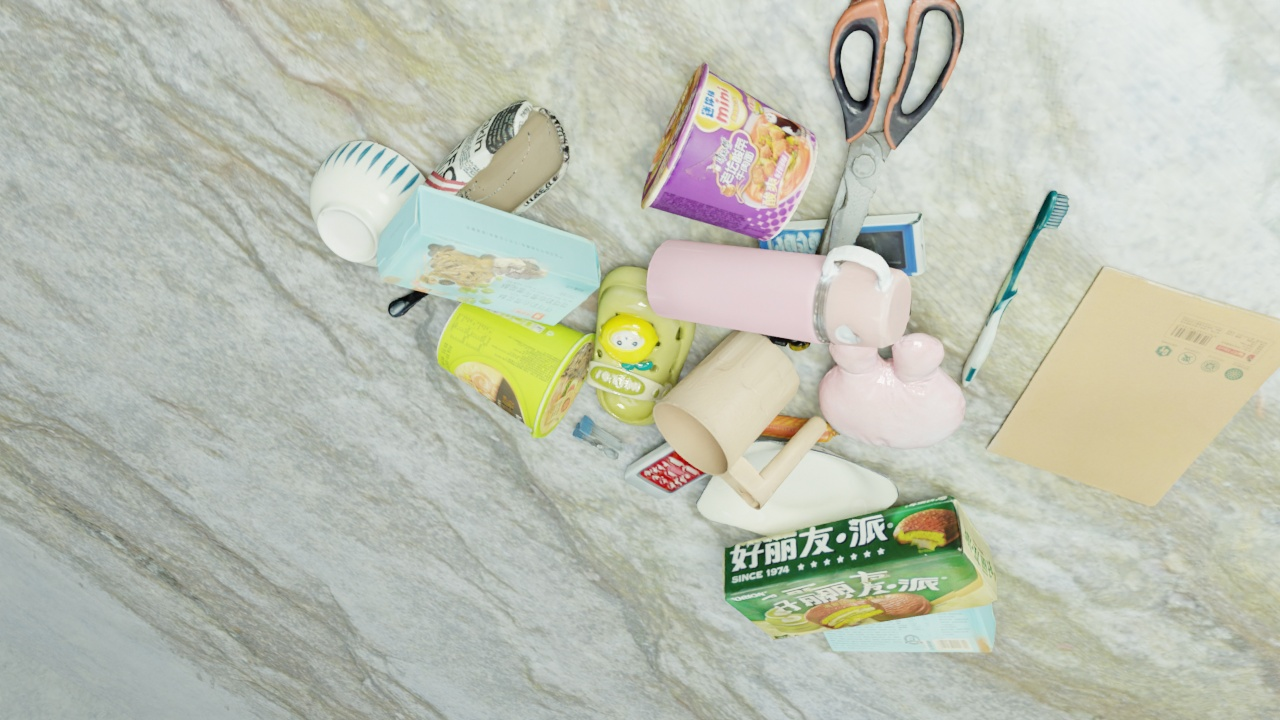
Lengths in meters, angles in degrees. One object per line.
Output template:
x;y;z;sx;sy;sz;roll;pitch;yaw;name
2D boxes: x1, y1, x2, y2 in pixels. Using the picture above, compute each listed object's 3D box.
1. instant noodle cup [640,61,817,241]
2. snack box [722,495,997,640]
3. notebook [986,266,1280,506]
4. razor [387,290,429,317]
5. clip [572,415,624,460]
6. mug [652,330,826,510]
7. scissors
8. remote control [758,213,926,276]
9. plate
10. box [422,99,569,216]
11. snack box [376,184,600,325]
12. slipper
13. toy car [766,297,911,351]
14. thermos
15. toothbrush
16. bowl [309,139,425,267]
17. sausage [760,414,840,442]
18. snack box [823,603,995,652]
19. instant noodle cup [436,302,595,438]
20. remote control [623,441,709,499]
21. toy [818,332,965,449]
0.066;-0.142;0.658;0.099;0.111;0.112;21;135;-8;instant noodle cup
0.210;0.207;0.896;0.241;0.063;0.114;-18;136;27;snack box
0.391;0.028;0.731;0.148;0.008;0.208;19;134;8;notebook
-0.203;-0.072;0.890;0.143;0.022;0.042;-26;89;41;razor
-0.043;0.082;0.958;0.058;0.026;0.038;33;127;-12;clip
0.089;0.049;0.790;0.124;0.103;0.084;44;156;4;mug
0.149;-0.158;0.649;0.209;0.015;0.185;-32;107;35;scissors
0.157;-0.089;0.717;0.125;0.024;0.049;1;130;24;remote control
0.150;0.124;0.889;0.164;0.034;0.164;19;140;-6;plate
-0.121;-0.147;0.760;0.087;0.076;0.163;33;135;-26;box
-0.124;-0.084;0.769;0.174;0.051;0.074;14;145;-36;snack box
-0.005;0.005;0.834;0.092;0.081;0.191;15;136;7;slipper
0.158;-0.043;0.751;0.122;0.037;0.056;-10;130;18;toy car
0.099;-0.058;0.694;0.199;0.067;0.087;12;147;35;thermos
0.284;-0.048;0.706;0.018;0.016;0.192;9;133;2;toothbrush
-0.248;-0.131;0.826;0.116;0.066;0.117;12;133;13;bowl
0.106;0.059;0.872;0.165;0.021;0.021;7;132;18;sausage
0.273;0.262;0.960;0.175;0.051;0.074;-10;123;29;snack box
-0.121;-0.003;0.865;0.123;0.111;0.112;28;135;10;instant noodle cup
0.037;0.107;0.932;0.056;0.020;0.136;31;142;-18;remote control
0.207;0.023;0.761;0.121;0.054;0.159;4;147;17;toy
